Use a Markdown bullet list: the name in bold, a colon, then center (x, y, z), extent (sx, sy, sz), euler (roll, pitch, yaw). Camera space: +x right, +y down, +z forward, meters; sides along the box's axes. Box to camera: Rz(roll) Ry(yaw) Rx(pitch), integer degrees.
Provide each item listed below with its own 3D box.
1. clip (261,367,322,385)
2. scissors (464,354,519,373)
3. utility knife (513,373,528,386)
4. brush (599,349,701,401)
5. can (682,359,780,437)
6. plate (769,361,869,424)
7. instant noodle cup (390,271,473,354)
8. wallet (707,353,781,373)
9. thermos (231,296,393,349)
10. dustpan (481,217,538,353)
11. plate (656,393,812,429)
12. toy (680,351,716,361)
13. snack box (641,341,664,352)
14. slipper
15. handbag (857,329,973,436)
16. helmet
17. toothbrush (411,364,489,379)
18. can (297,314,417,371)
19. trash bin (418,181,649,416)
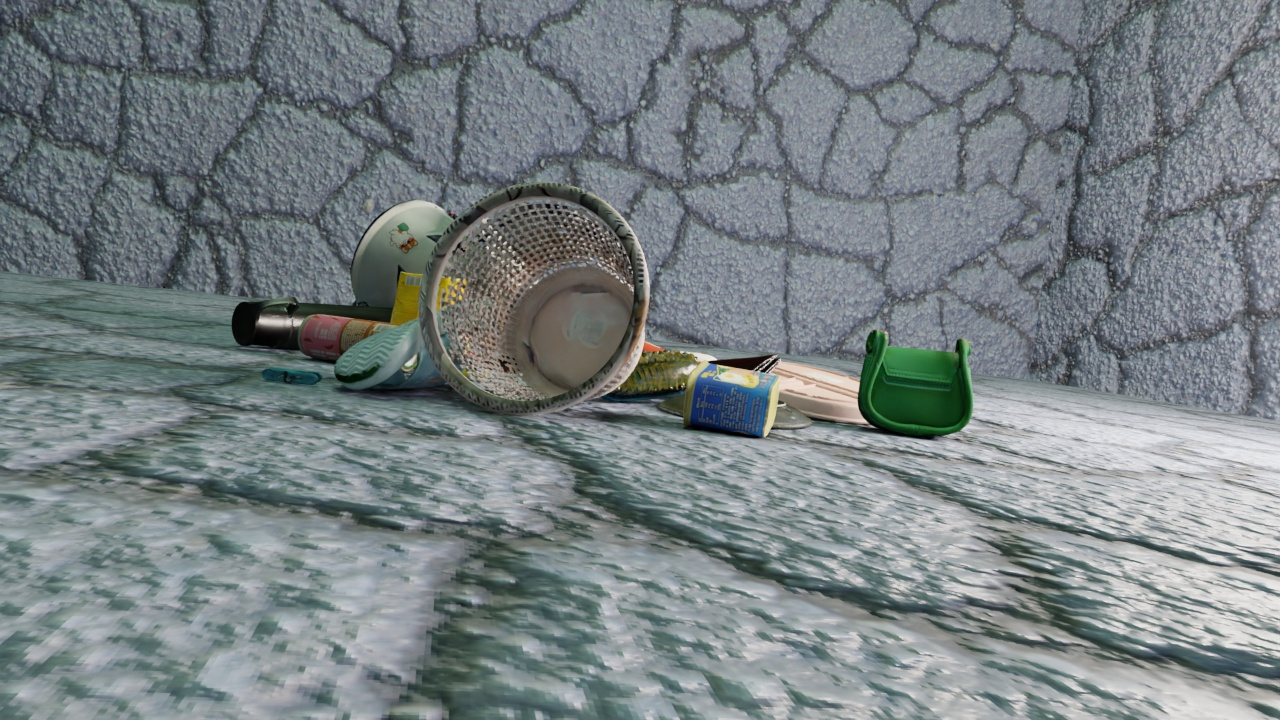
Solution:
- **clip**: center (-0.345, 0.015, 0.906), extent (0.055, 0.013, 0.038), euler (5, 3, -11)
- **scissors**: center (-0.179, 0.000, 1.199), extent (0.205, 0.015, 0.202), euler (-19, -27, 37)
- **utility knife**: center (-0.050, 0.020, 1.129), extent (0.216, 0.034, 0.018), euler (-3, 2, -15)
- **brush**: center (0.003, 0.022, 1.093), extent (0.143, 0.055, 0.074), euler (-4, -19, -32)
- **can**: center (0.094, 0.039, 0.928), extent (0.083, 0.057, 0.102), euler (10, 11, 13)
- **plate**: center (0.223, 0.037, 1.217), extent (0.229, 0.028, 0.229), euler (10, 11, -2)
- **instant noodle cup**: center (-0.291, -0.056, 1.271), extent (0.116, 0.123, 0.116), euler (7, 4, 9)
- **wallet**: center (0.105, 0.019, 1.169), extent (0.123, 0.020, 0.096), euler (-6, 19, 40)
- **thermos**: center (-0.441, -0.052, 1.293), extent (0.090, 0.068, 0.242), euler (-33, -19, 31)
- **dustpan**: center (-0.158, -0.098, 1.416), extent (0.142, 0.258, 0.222), euler (-10, 28, -10)
- **plate**: center (0.109, 0.052, 1.052), extent (0.179, 0.024, 0.179), euler (7, 3, -1)
- **toy**: center (0.046, 0.014, 1.376), extent (0.159, 0.054, 0.121), euler (-2, 4, -4)
- **snack box**: center (-0.007, 0.007, 1.196), extent (0.080, 0.082, 0.091), euler (19, 2, -11)
- **slipper**: center (-0.226, -0.010, 0.970), extent (0.104, 0.074, 0.244), euler (-16, 10, 25)
- **handbag**: center (0.321, 0.028, 1.073), extent (0.131, 0.120, 0.068), euler (5, -2, 5)
- **helmet**: center (-0.330, -0.116, 1.484), extent (0.157, 0.229, 0.274), euler (32, -20, 20)
- **toothbrush**: center (-0.272, 0.006, 1.161), extent (0.190, 0.016, 0.015), euler (8, 5, 27)
- **can**: center (-0.351, -0.023, 1.149), extent (0.147, 0.058, 0.057), euler (8, 4, 17)
- **trash bin**: center (-0.085, -0.045, 0.948), extent (0.228, 0.227, 0.192), euler (7, -9, 13)
